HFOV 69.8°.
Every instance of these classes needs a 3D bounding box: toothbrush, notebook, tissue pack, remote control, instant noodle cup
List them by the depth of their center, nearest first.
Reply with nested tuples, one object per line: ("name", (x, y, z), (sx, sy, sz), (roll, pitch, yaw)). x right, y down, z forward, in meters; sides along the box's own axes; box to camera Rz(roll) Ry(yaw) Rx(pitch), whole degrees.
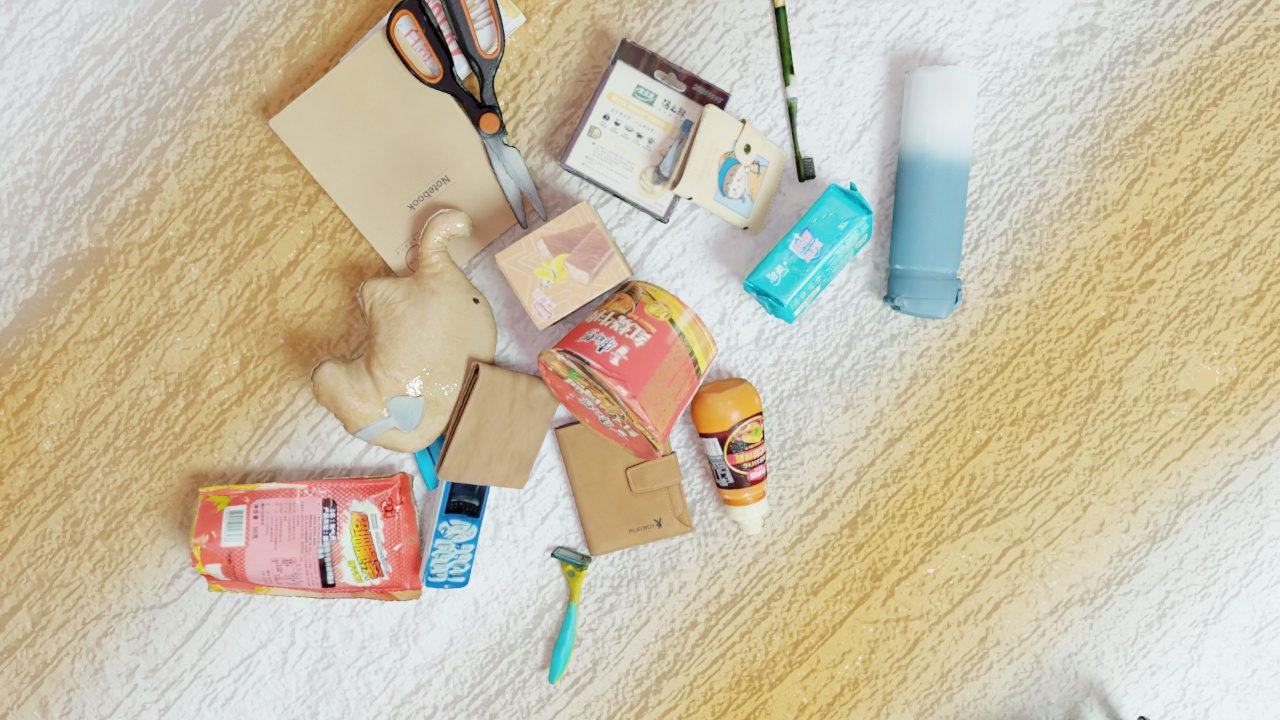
("instant noodle cup", (-0.005, 0.005, 0.810), (0.138, 0.138, 0.108), (41, 69, -2))
("tissue pack", (0.153, -0.096, 0.816), (0.050, 0.093, 0.133), (44, 95, 14))
("toothbrush", (0.140, -0.257, 0.844), (0.017, 0.012, 0.186), (-9, 95, -3))
("notebook", (-0.217, -0.181, 0.849), (0.148, 0.008, 0.207), (-37, 104, 5))
("remote control", (-0.179, 0.158, 0.884), (0.049, 0.024, 0.125), (10, 98, -32))

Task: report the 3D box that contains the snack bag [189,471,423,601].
("snack bag", (-0.316, 0.171, 0.882), (0.208, 0.073, 0.128), (-1, 100, -3))

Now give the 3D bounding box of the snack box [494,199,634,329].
("snack box", (-0.065, -0.085, 0.828), (0.094, 0.092, 0.077), (-31, 93, 4))

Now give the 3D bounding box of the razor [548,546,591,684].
("razor", (-0.073, 0.250, 0.892), (0.043, 0.028, 0.132), (10, 94, 31))

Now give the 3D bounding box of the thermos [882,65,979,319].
("thermos", (0.261, -0.147, 0.823), (0.070, 0.070, 0.220), (3, 96, 2))

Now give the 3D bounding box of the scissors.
("scissors", (-0.156, -0.224, 0.834), (0.161, 0.021, 0.234), (0, 103, -7))

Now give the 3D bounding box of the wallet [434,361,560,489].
("wallet", (-0.130, 0.063, 0.853), (0.101, 0.020, 0.115), (16, 100, -42))

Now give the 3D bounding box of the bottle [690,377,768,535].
("bottle", (0.090, 0.093, 0.857), (0.067, 0.066, 0.149), (-12, 102, 3))

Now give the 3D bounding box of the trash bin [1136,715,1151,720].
("trash bin", (0.375, 0.441, 0.812), (0.195, 0.226, 0.226), (-11, 95, 16))

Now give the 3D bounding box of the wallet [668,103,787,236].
("wallet", (0.082, -0.171, 0.818), (0.115, 0.024, 0.087), (20, 96, -40))

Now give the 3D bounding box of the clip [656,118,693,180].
("clip", (0.034, -0.184, 0.803), (0.024, 0.026, 0.056), (35, 91, -7))

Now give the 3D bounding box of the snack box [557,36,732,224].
("snack box", (0.004, -0.206, 0.833), (0.113, 0.053, 0.126), (28, 95, -1))

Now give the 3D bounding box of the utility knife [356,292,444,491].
("utility knife", (-0.228, 0.027, 0.884), (0.034, 0.018, 0.203), (-22, 93, 5))

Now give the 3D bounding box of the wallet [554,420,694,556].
("wallet", (-0.014, 0.113, 0.877), (0.108, 0.031, 0.132), (-14, 95, 6))

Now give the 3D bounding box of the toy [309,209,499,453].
("toy", (-0.197, -0.025, 0.844), (0.143, 0.083, 0.225), (32, 76, -24))

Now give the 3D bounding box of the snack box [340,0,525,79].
("snack box", (-0.192, -0.296, 0.848), (0.157, 0.027, 0.084), (-41, 93, 6))
